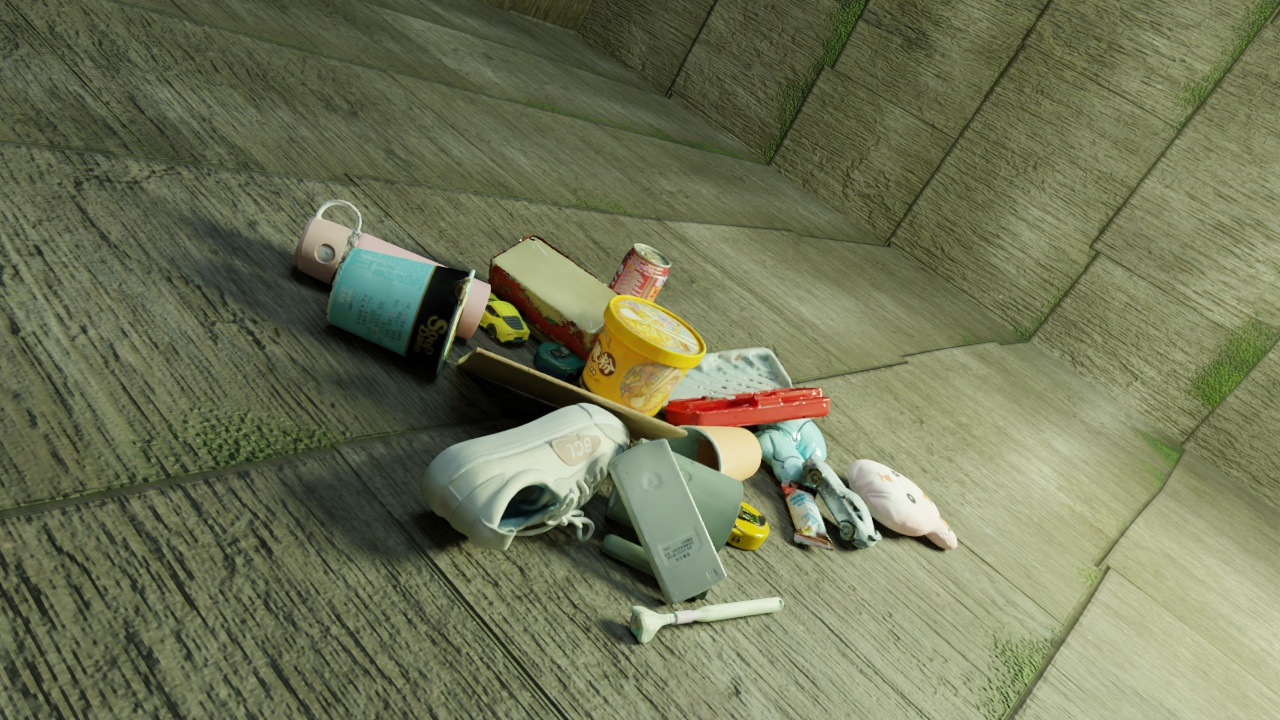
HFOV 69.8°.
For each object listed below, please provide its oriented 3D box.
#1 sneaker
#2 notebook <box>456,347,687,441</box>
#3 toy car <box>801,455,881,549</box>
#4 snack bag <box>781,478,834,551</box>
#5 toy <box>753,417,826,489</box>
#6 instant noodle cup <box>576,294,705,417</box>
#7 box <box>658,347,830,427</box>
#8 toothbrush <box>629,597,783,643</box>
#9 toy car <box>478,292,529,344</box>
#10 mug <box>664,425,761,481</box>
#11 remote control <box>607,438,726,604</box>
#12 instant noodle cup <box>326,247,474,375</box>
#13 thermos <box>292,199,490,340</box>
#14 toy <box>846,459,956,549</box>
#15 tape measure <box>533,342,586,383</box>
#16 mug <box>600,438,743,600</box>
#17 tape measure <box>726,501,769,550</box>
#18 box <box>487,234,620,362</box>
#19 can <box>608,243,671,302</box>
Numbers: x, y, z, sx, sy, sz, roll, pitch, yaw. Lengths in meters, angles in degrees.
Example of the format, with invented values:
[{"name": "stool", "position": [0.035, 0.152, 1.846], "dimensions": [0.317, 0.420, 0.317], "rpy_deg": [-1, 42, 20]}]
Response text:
[{"name": "sneaker", "position": [-0.068, 0.102, 0.774], "dimensions": [0.091, 0.090, 0.241], "rpy_deg": [42, 26, 23]}, {"name": "notebook", "position": [-0.072, 0.037, 0.899], "dimensions": [0.211, 0.012, 0.150], "rpy_deg": [23, -11, -14]}, {"name": "toy car", "position": [0.227, 0.159, 1.039], "dimensions": [0.120, 0.037, 0.054], "rpy_deg": [56, 18, 17]}, {"name": "snack bag", "position": [0.183, 0.170, 1.013], "dimensions": [0.048, 0.026, 0.104], "rpy_deg": [17, 24, -8]}, {"name": "toy", "position": [0.186, 0.098, 1.141], "dimensions": [0.156, 0.050, 0.161], "rpy_deg": [-5, 45, -50]}, {"name": "instant noodle cup", "position": [-0.006, 0.006, 1.015], "dimensions": [0.118, 0.115, 0.118], "rpy_deg": [25, 24, -12]}, {"name": "box", "position": [0.110, 0.038, 1.105], "dimensions": [0.200, 0.065, 0.160], "rpy_deg": [-5, 28, -28]}, {"name": "toothbrush", "position": [0.063, 0.215, 0.783], "dimensions": [0.189, 0.020, 0.029], "rpy_deg": [8, 59, -44]}, {"name": "toy car", "position": [-0.170, -0.056, 1.060], "dimensions": [0.105, 0.032, 0.048], "rpy_deg": [40, 25, 28]}, {"name": "mug", "position": [0.077, 0.103, 0.970], "dimensions": [0.078, 0.078, 0.122], "rpy_deg": [40, 20, 24]}, {"name": "remote control", "position": [0.022, 0.136, 0.786], "dimensions": [0.056, 0.019, 0.135], "rpy_deg": [-23, 84, -17]}, {"name": "instant noodle cup", "position": [-0.236, -0.057, 0.898], "dimensions": [0.120, 0.111, 0.111], "rpy_deg": [19, 24, -10]}, {"name": "thermos", "position": [-0.258, -0.097, 0.969], "dimensions": [0.198, 0.087, 0.067], "rpy_deg": [24, 3, -17]}, {"name": "toy", "position": [0.326, 0.179, 1.139], "dimensions": [0.159, 0.054, 0.121], "rpy_deg": [28, 21, -25]}, {"name": "tape measure", "position": [-0.092, 0.000, 1.041], "dimensions": [0.058, 0.025, 0.054], "rpy_deg": [34, 22, 12]}, {"name": "mug", "position": [0.025, 0.142, 0.831], "dimensions": [0.103, 0.084, 0.123], "rpy_deg": [26, 48, -6]}, {"name": "tape measure", "position": [0.103, 0.163, 0.927], "dimensions": [0.057, 0.029, 0.060], "rpy_deg": [22, 24, -20]}, {"name": "box", "position": [-0.099, -0.077, 1.093], "dimensions": [0.168, 0.078, 0.091], "rpy_deg": [36, 50, 17]}, {"name": "can", "position": [-0.004, -0.110, 1.289], "dimensions": [0.066, 0.094, 0.066], "rpy_deg": [25, 23, -12]}]
